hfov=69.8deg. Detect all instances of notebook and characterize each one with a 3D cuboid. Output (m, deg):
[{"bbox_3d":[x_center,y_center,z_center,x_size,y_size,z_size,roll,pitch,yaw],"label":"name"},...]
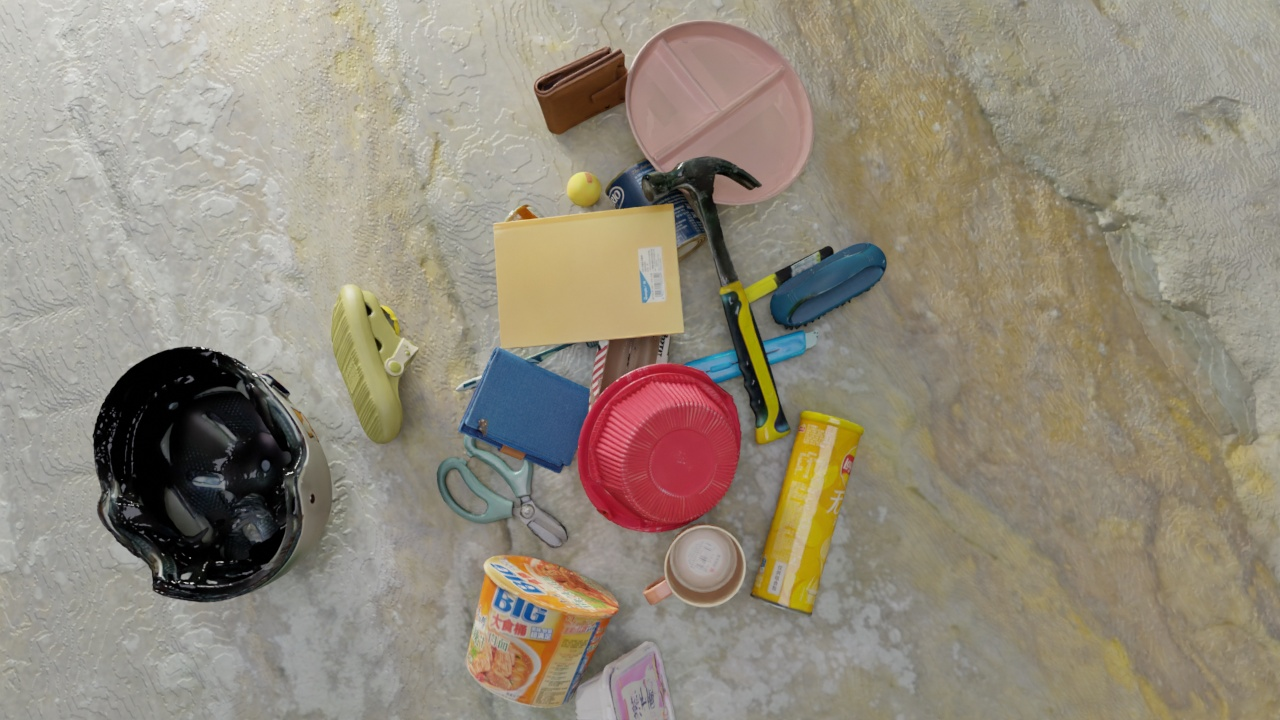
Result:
[{"bbox_3d":[-0.059,-0.091,1.013,0.206,0.010,0.146,-5,86,9],"label":"notebook"}]

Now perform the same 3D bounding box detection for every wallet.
[{"bbox_3d":[-0.125,0.058,1.030,0.133,0.040,0.106,25,84,-20],"label":"wallet"},{"bbox_3d":[-0.064,-0.305,1.042,0.108,0.132,0.031,-26,86,-1],"label":"wallet"}]

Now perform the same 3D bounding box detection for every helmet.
[{"bbox_3d":[-0.443,0.125,1.000,0.230,0.157,0.274,-42,73,0],"label":"helmet"}]

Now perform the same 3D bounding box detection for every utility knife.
[{"bbox_3d":[0.130,-0.004,1.053,0.159,0.018,0.034,-18,82,0],"label":"utility knife"}]

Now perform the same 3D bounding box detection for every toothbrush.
[{"bbox_3d":[-0.125,0.003,1.067,0.191,0.016,0.018,-21,93,0],"label":"toothbrush"}]

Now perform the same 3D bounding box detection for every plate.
[{"bbox_3d":[0.090,-0.281,1.050,0.229,0.028,0.229,4,75,-16],"label":"plate"}]

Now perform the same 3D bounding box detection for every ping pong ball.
[{"bbox_3d":[-0.066,-0.200,1.075,0.040,0.040,0.040,0,83,3],"label":"ping pong ball"}]

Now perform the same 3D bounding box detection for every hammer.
[{"bbox_3d":[0.107,-0.065,1.006,0.126,0.032,0.323,-22,101,-17],"label":"hammer"}]

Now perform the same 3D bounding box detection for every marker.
[{"bbox_3d":[0.170,-0.099,1.065,0.124,0.015,0.018,-28,83,-4],"label":"marker"}]

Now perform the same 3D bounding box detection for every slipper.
[{"bbox_3d":[-0.298,0.003,1.052,0.081,0.092,0.190,-8,69,-38],"label":"slipper"}]

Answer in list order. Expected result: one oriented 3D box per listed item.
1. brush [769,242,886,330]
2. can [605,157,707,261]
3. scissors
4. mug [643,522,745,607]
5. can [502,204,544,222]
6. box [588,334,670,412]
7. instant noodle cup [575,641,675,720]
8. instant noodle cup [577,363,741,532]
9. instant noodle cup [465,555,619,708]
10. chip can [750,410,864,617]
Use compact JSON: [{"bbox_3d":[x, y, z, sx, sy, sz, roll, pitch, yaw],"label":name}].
[{"bbox_3d":[0.211,-0.087,1.030,0.144,0.073,0.055,-29,78,0],"label":"brush"},{"bbox_3d":[0.020,-0.167,1.049,0.075,0.075,0.111,-32,83,-1],"label":"can"},{"bbox_3d":[-0.139,0.137,1.052,0.185,0.019,0.129,21,84,4],"label":"scissors"},{"bbox_3d":[0.055,0.224,0.985,0.114,0.106,0.081,-33,82,-1],"label":"mug"},{"bbox_3d":[-0.094,-0.116,1.058,0.147,0.058,0.058,39,86,7],"label":"can"},{"bbox_3d":[-0.001,0.007,1.032,0.088,0.076,0.162,6,81,25],"label":"box"},{"bbox_3d":[-0.013,0.397,0.963,0.060,0.137,0.173,-18,81,22],"label":"instant noodle cup"},{"bbox_3d":[0.033,0.101,0.981,0.193,0.066,0.194,-3,100,-20],"label":"instant noodle cup"},{"bbox_3d":[-0.111,0.287,0.973,0.151,0.151,0.111,20,92,5],"label":"instant noodle cup"},{"bbox_3d":[0.182,0.165,1.002,0.072,0.072,0.213,16,84,5],"label":"chip can"}]
